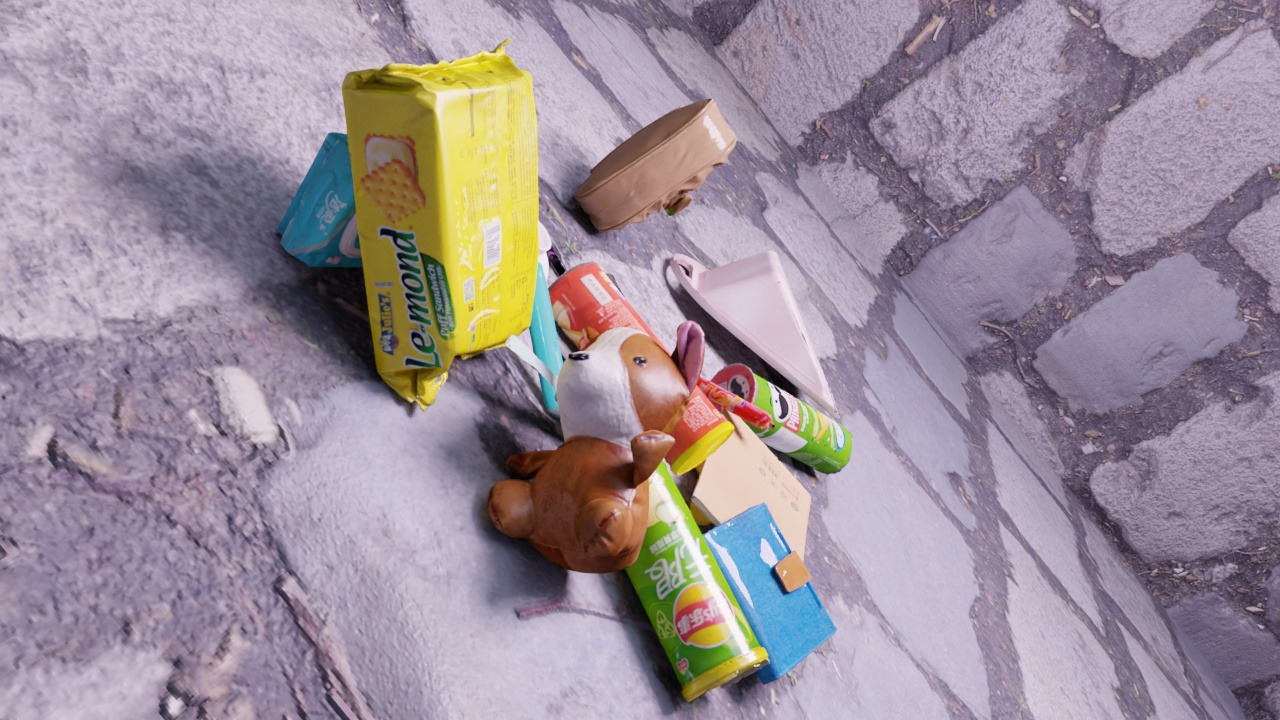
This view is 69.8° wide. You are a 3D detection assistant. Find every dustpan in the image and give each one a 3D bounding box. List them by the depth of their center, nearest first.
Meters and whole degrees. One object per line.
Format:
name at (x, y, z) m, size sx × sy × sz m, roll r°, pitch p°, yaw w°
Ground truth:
dustpan at (0.155, -0.044, 1.274) m, size 0.222 × 0.139 × 0.273 m, roll -71°, pitch 139°, yaw -74°

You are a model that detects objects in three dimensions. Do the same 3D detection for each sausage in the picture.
sausage at (0.079, 0.035, 0.997) m, size 0.156 × 0.020 × 0.020 m, roll 29°, pitch 16°, yaw 23°

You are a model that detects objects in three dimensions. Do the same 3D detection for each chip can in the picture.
chip can at (0.018, 0.153, 0.730) m, size 0.072 × 0.073 × 0.221 m, roll 10°, pitch 47°, yaw -57°
chip can at (-0.005, 0.005, 0.873) m, size 0.216 × 0.073 × 0.073 m, roll 51°, pitch 23°, yaw 13°
chip can at (0.175, 0.077, 1.122) m, size 0.236 × 0.072 × 0.072 m, roll 28°, pitch 33°, yaw -43°

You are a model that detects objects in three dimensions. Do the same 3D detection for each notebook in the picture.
notebook at (0.118, 0.138, 0.929) m, size 0.148 × 0.008 × 0.207 m, roll 47°, pitch 25°, yaw -8°

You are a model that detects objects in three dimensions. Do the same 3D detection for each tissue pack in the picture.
tissue pack at (-0.200, -0.116, 0.693) m, size 0.050 × 0.093 × 0.133 m, roll 43°, pitch 21°, yaw 13°

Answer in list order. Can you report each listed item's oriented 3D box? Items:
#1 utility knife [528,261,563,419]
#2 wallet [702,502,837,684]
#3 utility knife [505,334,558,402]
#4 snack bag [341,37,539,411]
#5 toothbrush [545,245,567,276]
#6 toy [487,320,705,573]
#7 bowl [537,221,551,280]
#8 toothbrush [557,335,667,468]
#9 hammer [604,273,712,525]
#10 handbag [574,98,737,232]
utility knife at (-0.086, -0.030, 0.808) m, size 0.029 × 0.013 × 0.176 m, roll -9°, pitch 84°, yaw -33°
wallet at (0.107, 0.197, 0.791) m, size 0.106 × 0.040 × 0.133 m, roll -15°, pitch 72°, yaw -49°
utility knife at (-0.048, 0.042, 0.780) m, size 0.218 × 0.018 × 0.034 m, roll 46°, pitch 32°, yaw -42°
snack bag at (-0.131, -0.102, 0.667) m, size 0.157 × 0.068 × 0.247 m, roll -40°, pitch 135°, yaw -58°
toothbrush at (-0.093, -0.109, 0.977) m, size 0.017 × 0.014 × 0.189 m, roll -10°, pitch 65°, yaw -53°
toy at (-0.031, 0.051, 0.676) m, size 0.199 × 0.140 × 0.130 m, roll -64°, pitch 144°, yaw -29°
bowl at (-0.123, -0.103, 0.851) m, size 0.118 × 0.065 × 0.118 m, roll 40°, pitch 26°, yaw -24°
toothbrush at (-0.037, 0.037, 0.870) m, size 0.180 × 0.016 × 0.016 m, roll 51°, pitch 7°, yaw 4°
hammer at (0.028, 0.036, 0.962) m, size 0.128 × 0.033 × 0.300 m, roll 4°, pitch 52°, yaw -60°
handbag at (0.020, -0.235, 1.134) m, size 0.100 × 0.205 × 0.147 m, roll 55°, pitch 8°, yaw -20°
